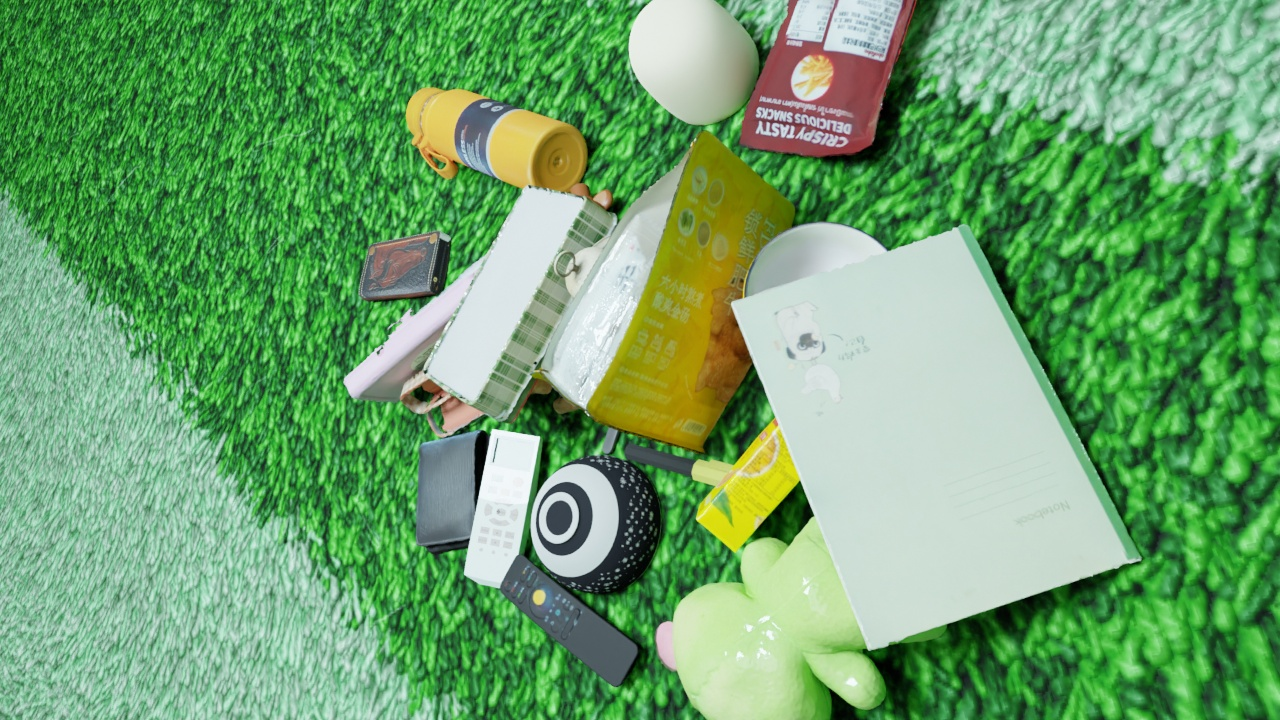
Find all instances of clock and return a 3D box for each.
[{"bbox_3d":[-0.018,-0.061,0.758,0.055,0.140,0.093,25,94,42],"label":"clock"}]

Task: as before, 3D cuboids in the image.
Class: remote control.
[{"bbox_3d":[-0.063,0.222,0.794,0.152,0.020,0.041,30,92,31],"label":"remote control"},{"bbox_3d":[-0.127,0.140,0.864,0.050,0.024,0.143,8,82,15],"label":"remote control"}]

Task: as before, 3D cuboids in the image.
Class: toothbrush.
[{"bbox_3d":[-0.005,0.005,0.828,0.013,0.013,0.167,18,89,37],"label":"toothbrush"}]

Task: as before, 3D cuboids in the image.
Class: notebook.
[{"bbox_3d":[0.189,0.042,0.615,0.182,0.010,0.252,-18,69,-1],"label":"notebook"}]

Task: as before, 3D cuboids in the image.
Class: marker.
[{"bbox_3d":[0.038,0.088,0.768,0.124,0.017,0.021,11,128,37],"label":"marker"}]

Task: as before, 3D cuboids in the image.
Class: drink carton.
[{"bbox_3d":[0.102,0.077,0.689,0.043,0.058,0.135,40,97,4],"label":"drink carton"}]

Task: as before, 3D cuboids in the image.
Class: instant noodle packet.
[{"bbox_3d":[0.035,-0.051,0.721,0.084,0.163,0.221,32,96,39],"label":"instant noodle packet"}]

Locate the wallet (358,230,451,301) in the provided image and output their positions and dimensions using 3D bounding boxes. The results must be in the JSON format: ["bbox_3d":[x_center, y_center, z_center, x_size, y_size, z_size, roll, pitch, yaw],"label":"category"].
[{"bbox_3d":[-0.269,-0.105,1.044,0.123,0.019,0.072,-3,71,35],"label":"wallet"}]

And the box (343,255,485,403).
[{"bbox_3d":[-0.202,-0.032,0.942,0.202,0.146,0.077,-35,99,23],"label":"box"}]

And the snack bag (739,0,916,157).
[{"bbox_3d":[0.161,-0.270,0.757,0.139,0.066,0.208,24,94,43],"label":"snack bag"}]

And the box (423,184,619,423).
[{"bbox_3d":[-0.106,-0.054,0.808,0.118,0.051,0.205,21,81,52],"label":"box"}]

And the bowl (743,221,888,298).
[{"bbox_3d":[0.136,-0.038,0.692,0.117,0.068,0.117,-2,71,5],"label":"bowl"}]

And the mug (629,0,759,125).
[{"bbox_3d":[0.042,-0.286,0.820,0.096,0.099,0.120,-9,72,34],"label":"mug"}]

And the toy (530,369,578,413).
[{"bbox_3d":[-0.052,-0.010,0.829,0.085,0.074,0.105,-18,52,31],"label":"toy"}]

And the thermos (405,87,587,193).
[{"bbox_3d":[-0.165,-0.232,0.964,0.233,0.076,0.091,28,58,37],"label":"thermos"}]

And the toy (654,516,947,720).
[{"bbox_3d":[0.100,0.194,0.647,0.197,0.107,0.150,-43,57,8],"label":"toy"}]

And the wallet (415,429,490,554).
[{"bbox_3d":[-0.189,0.131,0.916,0.089,0.026,0.114,-16,68,33],"label":"wallet"}]

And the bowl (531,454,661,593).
[{"bbox_3d":[-0.050,0.138,0.788,0.120,0.066,0.120,-11,71,33],"label":"bowl"}]

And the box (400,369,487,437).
[{"bbox_3d":[-0.155,0.014,0.905,0.187,0.082,0.041,-31,34,27],"label":"box"}]

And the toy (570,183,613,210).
[{"bbox_3d":[-0.052,-0.117,0.866,0.095,0.065,0.127,-25,58,22],"label":"toy"}]
